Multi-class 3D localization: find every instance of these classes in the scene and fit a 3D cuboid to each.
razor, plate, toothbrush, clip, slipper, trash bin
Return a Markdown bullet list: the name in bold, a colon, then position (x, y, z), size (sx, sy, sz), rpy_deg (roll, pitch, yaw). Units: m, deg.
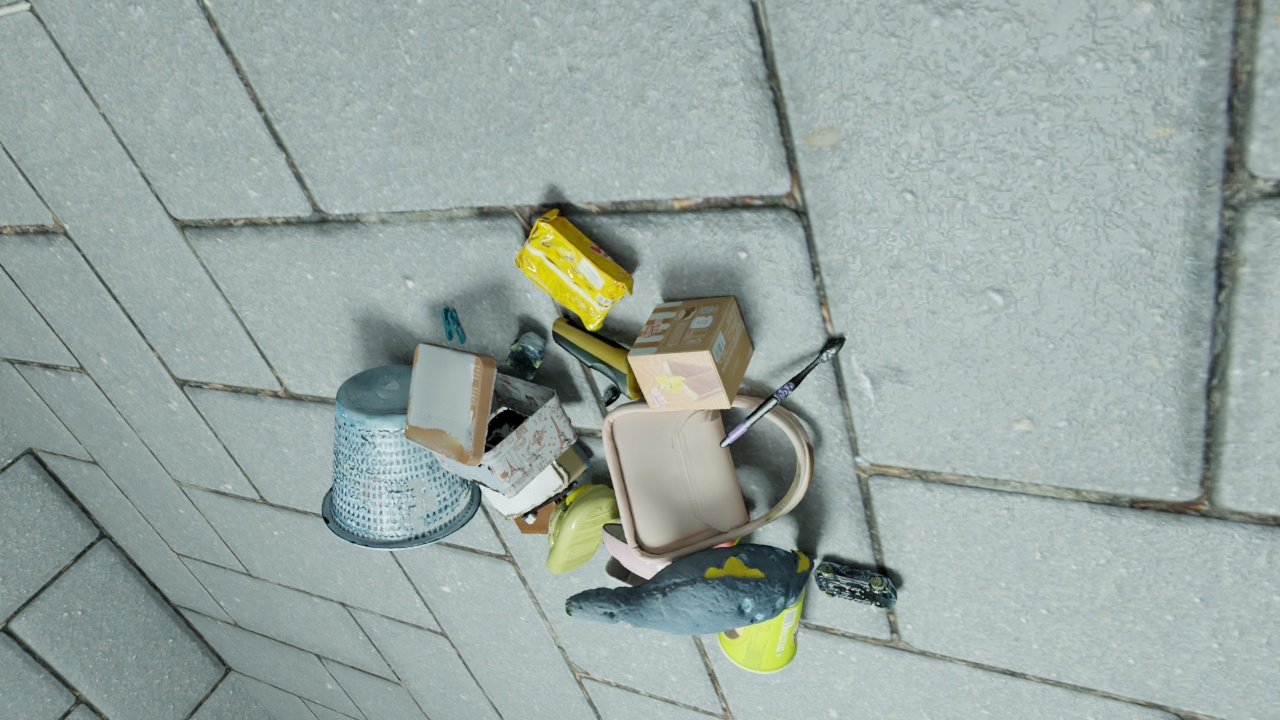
- **razor**: position (-0.034, -0.007, 1.054), size (0.167, 0.062, 0.068), rpy_deg (29, 105, 28)
- **plate**: position (0.036, 0.262, 1.194), size (0.192, 0.039, 0.192), rpy_deg (19, 178, 0)
- **toothbrush**: position (0.145, 0.038, 0.962), size (0.014, 0.016, 0.189), rpy_deg (42, 121, -4)
- **toothbrush**: position (-0.006, 0.006, 1.084), size (0.016, 0.014, 0.190), rpy_deg (57, 142, 15)
- **toothbrush**: position (-0.129, 0.203, 1.310), size (0.018, 0.015, 0.182), rpy_deg (42, 142, -6)
- **clip**: position (-0.247, -0.045, 1.202), size (0.040, 0.014, 0.056), rpy_deg (13, 134, 24)
- **slipper**: position (-0.093, 0.228, 1.286), size (0.081, 0.091, 0.191), rpy_deg (53, 139, 26)
- **trash bin**: position (-0.341, 0.122, 1.291), size (0.227, 0.225, 0.195), rpy_deg (16, 121, 22)

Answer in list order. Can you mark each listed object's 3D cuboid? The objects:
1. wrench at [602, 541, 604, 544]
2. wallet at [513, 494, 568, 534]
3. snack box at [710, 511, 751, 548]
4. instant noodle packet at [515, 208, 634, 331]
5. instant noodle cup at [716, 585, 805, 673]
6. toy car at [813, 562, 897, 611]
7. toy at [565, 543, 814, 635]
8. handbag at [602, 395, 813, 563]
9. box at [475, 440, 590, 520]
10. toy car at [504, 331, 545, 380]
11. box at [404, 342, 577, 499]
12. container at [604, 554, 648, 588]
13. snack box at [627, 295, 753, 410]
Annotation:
- **wrench**: position (-0.017, 0.189, 1.265), size (0.056, 0.016, 0.274), rpy_deg (38, 140, 2)
- **wallet**: position (-0.159, 0.215, 1.383), size (0.125, 0.032, 0.101), rpy_deg (-9, 120, 40)
- **snack box**: position (0.080, 0.193, 1.155), size (0.091, 0.081, 0.080), rpy_deg (-7, 114, 37)
- **instant noodle packet**: position (-0.071, -0.097, 1.004), size (0.128, 0.044, 0.111), rpy_deg (42, 146, -2)
- **instant noodle cup**: position (0.166, 0.332, 1.217), size (0.112, 0.111, 0.124), rpy_deg (21, 130, 17)
- **toy car**: position (0.268, 0.278, 1.140), size (0.106, 0.031, 0.049), rpy_deg (10, 134, 30)
- **toy**: position (0.091, 0.256, 1.039), size (0.138, 0.355, 0.091), rpy_deg (-20, 75, 58)
- **handbag**: position (0.083, 0.122, 1.052), size (0.235, 0.093, 0.193), rpy_deg (-15, 92, 27)
- **box**: position (-0.150, 0.152, 1.271), size (0.185, 0.061, 0.090), rpy_deg (-32, 96, 41)
- **toy car**: position (-0.142, -0.006, 1.150), size (0.043, 0.034, 0.091), rpy_deg (31, 154, -3)
- **box**: position (-0.212, 0.056, 1.147), size (0.183, 0.152, 0.178), rpy_deg (13, 135, 46)
- **container**: position (0.005, 0.316, 1.320), size (0.090, 0.090, 0.114), rpy_deg (21, 141, 18)
- **snack box**: position (0.054, -0.006, 0.960), size (0.094, 0.092, 0.077), rpy_deg (-4, 128, 29)
